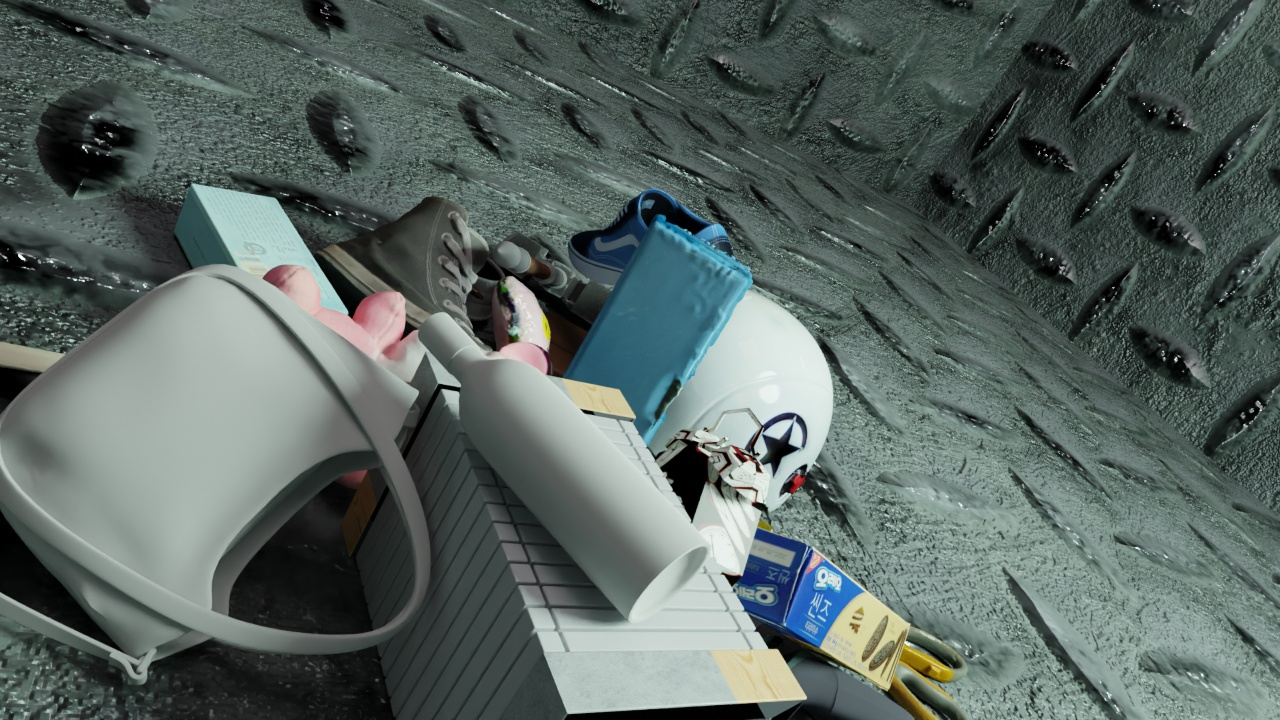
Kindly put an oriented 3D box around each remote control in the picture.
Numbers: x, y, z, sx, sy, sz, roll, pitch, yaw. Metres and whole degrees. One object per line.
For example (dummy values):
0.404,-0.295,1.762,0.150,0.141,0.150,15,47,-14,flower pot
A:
0.131,0.248,0.695,0.046,0.009,0.124,1,38,-49,remote control

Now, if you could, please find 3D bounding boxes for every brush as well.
-0.333,0.011,0.603,0.217,0.012,0.033,14,30,-32,brush

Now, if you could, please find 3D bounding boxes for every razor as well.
0.130,0.239,0.655,0.143,0.047,0.052,26,60,-5,razor

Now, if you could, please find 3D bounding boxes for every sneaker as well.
-0.155,-0.047,0.775,0.235,0.095,0.119,36,61,26,sneaker
0.006,-0.121,0.868,0.083,0.098,0.241,-22,26,-28,sneaker

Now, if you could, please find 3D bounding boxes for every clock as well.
-0.195,-0.091,0.907,0.148,0.056,0.103,39,17,16,clock
0.029,0.095,0.615,0.065,0.154,0.115,31,-4,-21,clock

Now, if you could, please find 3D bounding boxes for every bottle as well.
-0.050,0.042,0.464,0.195,0.053,0.052,43,26,25,bottle

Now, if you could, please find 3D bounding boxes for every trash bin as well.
-0.056,0.135,0.524,0.142,0.143,0.246,13,30,-36,trash bin

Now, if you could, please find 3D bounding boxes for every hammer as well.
-0.102,-0.090,0.899,0.156,0.043,0.322,33,3,3,hammer

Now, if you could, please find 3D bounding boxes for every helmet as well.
0.094,0.013,0.912,0.263,0.164,0.236,12,32,-44,helmet

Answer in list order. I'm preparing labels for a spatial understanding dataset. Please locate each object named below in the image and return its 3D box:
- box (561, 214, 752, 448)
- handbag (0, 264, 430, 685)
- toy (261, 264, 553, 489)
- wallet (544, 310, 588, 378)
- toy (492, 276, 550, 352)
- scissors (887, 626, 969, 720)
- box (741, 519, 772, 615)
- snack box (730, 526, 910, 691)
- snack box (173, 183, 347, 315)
-0.004,0.004,0.735,0.093,0.232,0.048,33,20,8,box
-0.213,0.077,0.483,0.222,0.096,0.215,39,65,9,handbag
-0.172,0.026,0.640,0.213,0.084,0.141,18,70,-22,toy
-0.063,-0.003,0.949,0.087,0.013,0.120,28,23,-19,wallet
-0.112,-0.025,0.873,0.093,0.050,0.102,22,58,-80,toy
0.191,0.243,0.771,0.225,0.016,0.161,27,24,-10,scissors
0.029,0.162,0.712,0.130,0.039,0.209,21,23,10,box
0.130,0.181,0.658,0.056,0.057,0.206,14,-18,40,snack box
-0.309,-0.073,0.742,0.074,0.053,0.174,2,38,-48,snack box
